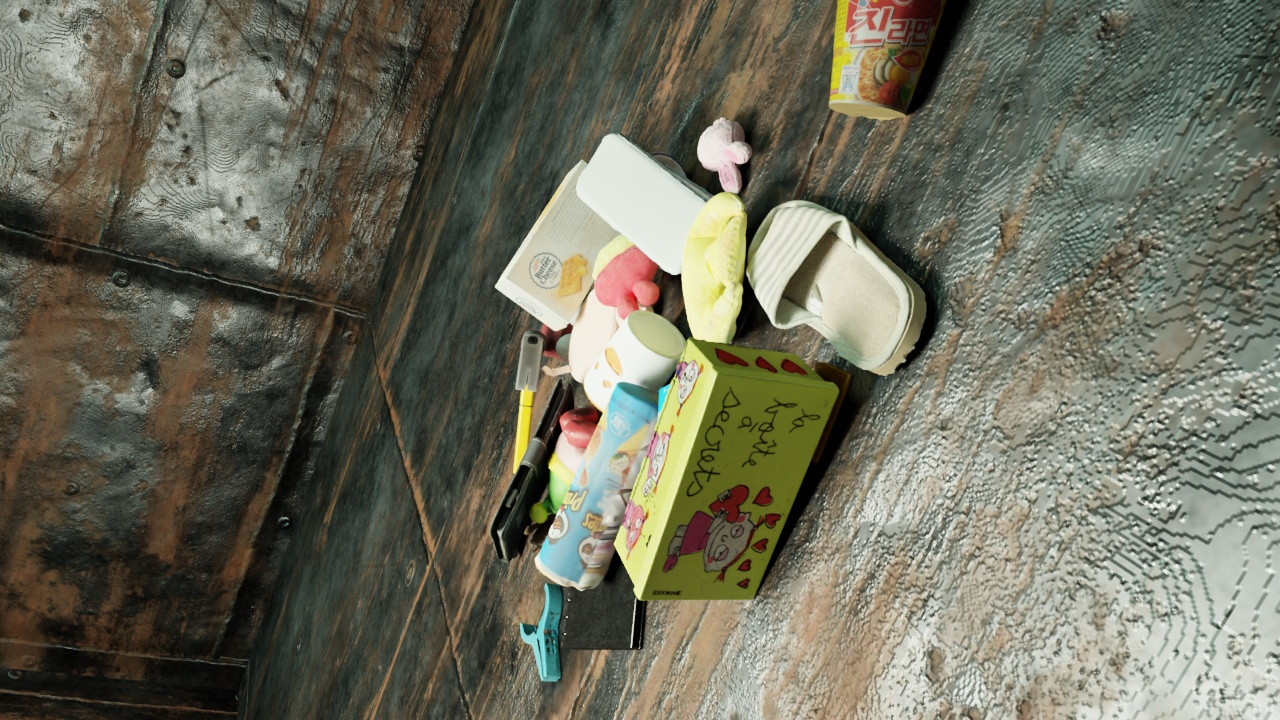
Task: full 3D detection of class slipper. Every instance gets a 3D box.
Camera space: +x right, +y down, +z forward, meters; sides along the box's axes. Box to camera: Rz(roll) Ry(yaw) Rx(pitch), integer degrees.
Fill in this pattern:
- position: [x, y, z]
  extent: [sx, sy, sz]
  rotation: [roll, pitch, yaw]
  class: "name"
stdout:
- position: [0.161, -0.074, 0.821]
  extent: [0.114, 0.054, 0.272]
  rotation: [-61, 29, 14]
  class: "slipper"

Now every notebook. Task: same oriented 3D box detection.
- position: [-0.037, 0.218, 1.073]
  extent: [0.170, 0.019, 0.231]
  rotation: [-26, 53, 55]
  class: "notebook"
- position: [-0.132, 0.141, 1.150]
  extent: [0.170, 0.029, 0.208]
  rotation: [100, -169, -66]
  class: "notebook"

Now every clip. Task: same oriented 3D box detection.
- position: [-0.119, 0.334, 1.160]
  extent: [0.120, 0.033, 0.118]
  rotation: [8, 79, 64]
  class: "clip"

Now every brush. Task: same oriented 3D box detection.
- position: [0.145, 0.064, 0.805]
  extent: [0.048, 0.017, 0.126]
  rotation: [35, 107, 63]
  class: "brush"

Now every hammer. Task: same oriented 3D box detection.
- position: [-0.165, 0.126, 1.275]
  extent: [0.169, 0.034, 0.325]
  rotation: [-101, 18, -73]
  class: "hammer"

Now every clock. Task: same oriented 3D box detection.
- position: [-0.105, -0.042, 1.324]
  extent: [0.125, 0.044, 0.087]
  rotation: [1, 76, 63]
  class: "clock"
- position: [-0.051, -0.035, 1.182]
  extent: [0.161, 0.086, 0.131]
  rotation: [-55, 31, 22]
  class: "clock"

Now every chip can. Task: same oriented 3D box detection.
- position: [-0.037, 0.140, 1.015]
  extent: [0.230, 0.079, 0.080]
  rotation: [-66, 27, 11]
  class: "chip can"

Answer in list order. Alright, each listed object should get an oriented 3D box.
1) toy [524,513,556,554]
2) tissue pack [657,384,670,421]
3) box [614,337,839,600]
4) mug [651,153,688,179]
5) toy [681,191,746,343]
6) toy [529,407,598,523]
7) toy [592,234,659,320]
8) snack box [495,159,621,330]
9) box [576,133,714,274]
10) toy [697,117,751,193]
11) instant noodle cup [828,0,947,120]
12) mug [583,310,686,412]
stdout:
- position: [-0.112, 0.220, 1.185]
  extent: [0.102, 0.041, 0.055]
  rotation: [-36, 86, 41]
  class: "toy"
- position: [0.068, 0.059, 0.910]
  extent: [0.145, 0.061, 0.092]
  rotation: [-34, 48, 56]
  class: "tissue pack"
- position: [0.069, 0.097, 0.788]
  extent: [0.221, 0.124, 0.079]
  rotation: [-69, 28, 22]
  class: "box"
- position: [0.008, -0.197, 1.159]
  extent: [0.076, 0.075, 0.111]
  rotation: [-14, 65, 61]
  class: "mug"
- position: [0.078, -0.085, 0.951]
  extent: [0.155, 0.064, 0.170]
  rotation: [121, 153, -69]
  class: "toy"
- position: [-0.086, 0.127, 1.104]
  extent: [0.124, 0.096, 0.131]
  rotation: [-138, 50, -66]
  class: "toy"
- position: [-0.018, -0.101, 1.103]
  extent: [0.092, 0.045, 0.135]
  rotation: [-37, 43, 19]
  class: "toy"
- position: [-0.097, -0.155, 1.234]
  extent: [0.207, 0.104, 0.058]
  rotation: [-61, 19, -19]
  class: "snack box"
- position: [0.012, -0.184, 1.081]
  extent: [0.214, 0.063, 0.118]
  rotation: [40, 108, 33]
  class: "box"
- position: [0.095, -0.238, 1.045]
  extent: [0.110, 0.047, 0.064]
  rotation: [-115, 39, -49]
  class: "toy"
- position: [0.210, -0.273, 0.798]
  extent: [0.100, 0.100, 0.112]
  rotation: [24, 105, 64]
  class: "instant noodle cup"
- position: [-0.006, 0.006, 1.061]
  extent: [0.106, 0.082, 0.082]
  rotation: [-55, 32, 32]
  class: "mug"
